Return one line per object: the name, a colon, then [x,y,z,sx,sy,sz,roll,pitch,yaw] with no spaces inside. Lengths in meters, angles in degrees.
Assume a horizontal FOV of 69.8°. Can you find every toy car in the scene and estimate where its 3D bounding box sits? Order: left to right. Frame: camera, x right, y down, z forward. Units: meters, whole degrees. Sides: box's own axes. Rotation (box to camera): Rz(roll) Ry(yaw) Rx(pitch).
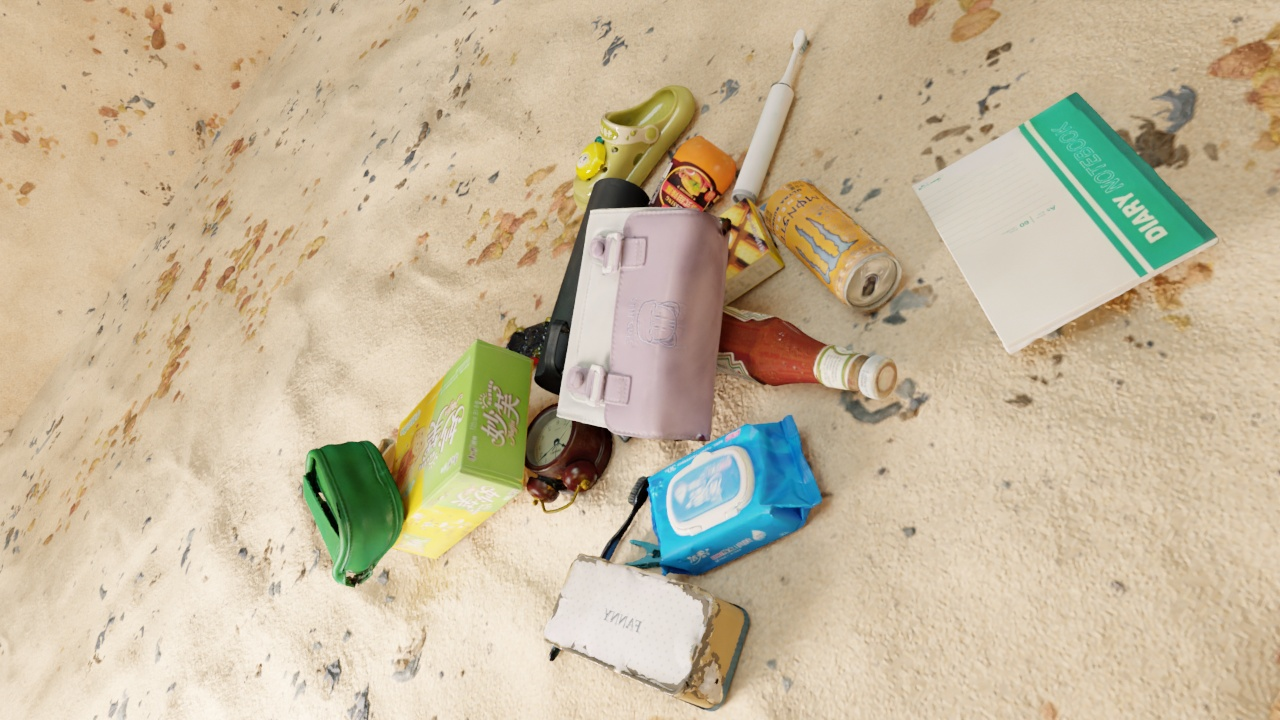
toy car: [-0.121,-0.017,1.046,0.107,0.031,0.049,-13,54,47]

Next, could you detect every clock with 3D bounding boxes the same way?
clock: [-0.075,0.097,0.906,0.082,0.055,0.121,-23,48,31]

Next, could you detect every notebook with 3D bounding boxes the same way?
notebook: [0.310,-0.114,0.703,0.151,0.012,0.208,-31,40,20]

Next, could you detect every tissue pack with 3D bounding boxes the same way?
tissue pack: [0.072,0.112,0.760,0.157,0.052,0.094,-31,46,25]

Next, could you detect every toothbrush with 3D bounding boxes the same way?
toothbrush: [-0.038,0.189,0.841,0.016,0.014,0.189,21,79,49]
toothbrush: [0.142,-0.261,0.971,0.027,0.026,0.220,8,69,34]

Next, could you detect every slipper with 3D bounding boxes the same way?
slipper: [-0.020,-0.262,1.085,0.190,0.081,0.091,-47,38,4]

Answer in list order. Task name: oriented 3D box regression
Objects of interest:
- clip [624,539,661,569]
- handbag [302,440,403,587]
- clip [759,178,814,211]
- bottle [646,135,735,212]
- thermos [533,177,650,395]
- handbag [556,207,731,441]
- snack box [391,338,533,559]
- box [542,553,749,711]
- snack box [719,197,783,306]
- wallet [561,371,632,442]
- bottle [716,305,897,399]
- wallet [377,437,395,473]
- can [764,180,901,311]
clip: [0.009,0.171,0.809,0.056,0.013,0.039,-8,59,39]
handbag: [-0.303,0.155,0.958,0.131,0.067,0.120,54,136,32]
clip: [0.147,-0.157,0.900,0.058,0.045,0.027,-38,39,4]
bottle: [0.038,-0.165,0.980,0.150,0.066,0.066,-54,40,11]
thermos: [-0.052,-0.084,0.988,0.068,0.090,0.242,11,67,12]
handbag: [0.004,-0.033,0.814,0.145,0.098,0.197,7,89,47]
snack box: [-0.195,0.097,0.967,0.211,0.070,0.157,-40,39,43]
box: [-0.003,0.218,0.756,0.185,0.059,0.089,6,67,47]
snack box: [0.069,-0.090,0.919,0.141,0.033,0.086,-35,43,23]
wallet: [-0.005,0.005,0.898,0.121,0.019,0.097,-46,78,9]
bottle: [0.124,-0.005,0.788,0.206,0.059,0.059,16,75,47]
wallet: [-0.293,0.154,1.034,0.087,0.024,0.115,-122,38,-76]
can: [0.167,-0.104,0.814,0.058,0.058,0.146,-45,41,10]
